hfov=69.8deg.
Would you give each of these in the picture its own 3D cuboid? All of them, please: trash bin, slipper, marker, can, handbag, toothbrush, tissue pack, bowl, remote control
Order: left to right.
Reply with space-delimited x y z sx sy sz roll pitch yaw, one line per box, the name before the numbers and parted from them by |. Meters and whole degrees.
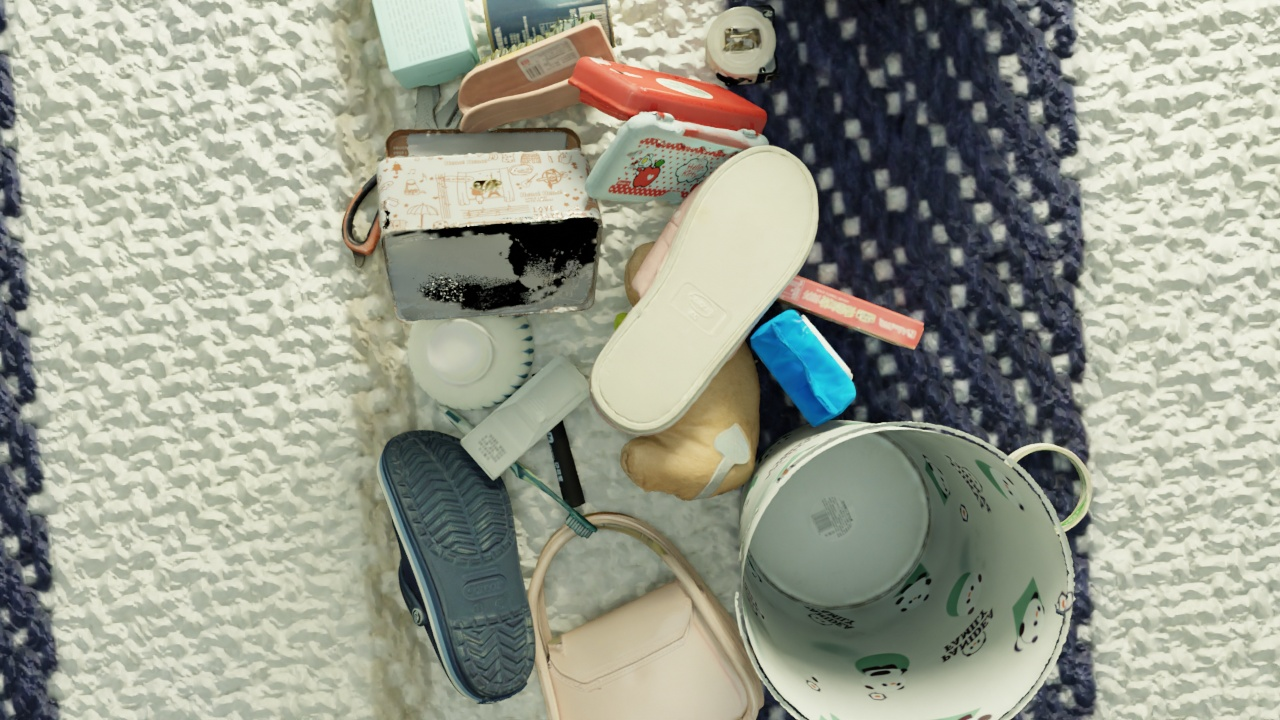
slipper | -0.168 0.186 0.839 0.095 0.104 0.252 -35 72 45
bowl | -0.159 -0.010 0.839 0.116 0.066 0.116 0 93 2
toothbrush | -0.118 0.103 0.856 0.191 0.016 0.018 38 93 8
remote control | -0.103 0.050 0.839 0.125 0.024 0.049 -42 90 -2
can | -0.079 -0.310 0.819 0.111 0.075 0.075 -8 92 2
marker | -0.076 0.074 0.864 0.022 0.020 0.132 -14 91 -14
handbag | -0.013 0.254 0.848 0.193 0.093 0.234 -26 83 3
slipper | 0.053 -0.058 0.759 0.114 0.054 0.274 32 80 2
tissue pack | 0.141 0.001 0.787 0.052 0.157 0.095 -38 87 9
trash bin | 0.182 0.151 0.744 0.229 0.252 0.229 0 93 2

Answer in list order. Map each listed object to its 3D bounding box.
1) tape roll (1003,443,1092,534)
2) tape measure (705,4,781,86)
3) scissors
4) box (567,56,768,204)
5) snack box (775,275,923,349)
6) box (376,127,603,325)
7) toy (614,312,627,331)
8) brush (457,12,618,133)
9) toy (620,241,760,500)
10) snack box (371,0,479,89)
tape roll | 0.375 0.120 0.855 0.086 0.014 0.086 0 92 2
tape measure | 0.092 -0.286 0.836 0.066 0.033 0.066 -6 91 1
scissors | -0.203 -0.178 0.859 0.189 0.015 0.225 -21 91 3
box | 0.022 -0.181 0.773 0.095 0.201 0.102 37 117 29
snack box | 0.171 -0.049 0.823 0.153 0.075 0.025 20 94 0
box | -0.132 -0.140 0.803 0.182 0.155 0.184 -5 60 -11
toy | -0.005 0.005 0.852 0.100 0.031 0.096 -36 97 -4
brush | -0.091 -0.239 0.786 0.146 0.063 0.073 -16 51 14
toy | 0.040 0.009 0.805 0.143 0.083 0.225 0 74 -32
snack box | -0.204 -0.340 0.828 0.074 0.051 0.175 -15 87 3
